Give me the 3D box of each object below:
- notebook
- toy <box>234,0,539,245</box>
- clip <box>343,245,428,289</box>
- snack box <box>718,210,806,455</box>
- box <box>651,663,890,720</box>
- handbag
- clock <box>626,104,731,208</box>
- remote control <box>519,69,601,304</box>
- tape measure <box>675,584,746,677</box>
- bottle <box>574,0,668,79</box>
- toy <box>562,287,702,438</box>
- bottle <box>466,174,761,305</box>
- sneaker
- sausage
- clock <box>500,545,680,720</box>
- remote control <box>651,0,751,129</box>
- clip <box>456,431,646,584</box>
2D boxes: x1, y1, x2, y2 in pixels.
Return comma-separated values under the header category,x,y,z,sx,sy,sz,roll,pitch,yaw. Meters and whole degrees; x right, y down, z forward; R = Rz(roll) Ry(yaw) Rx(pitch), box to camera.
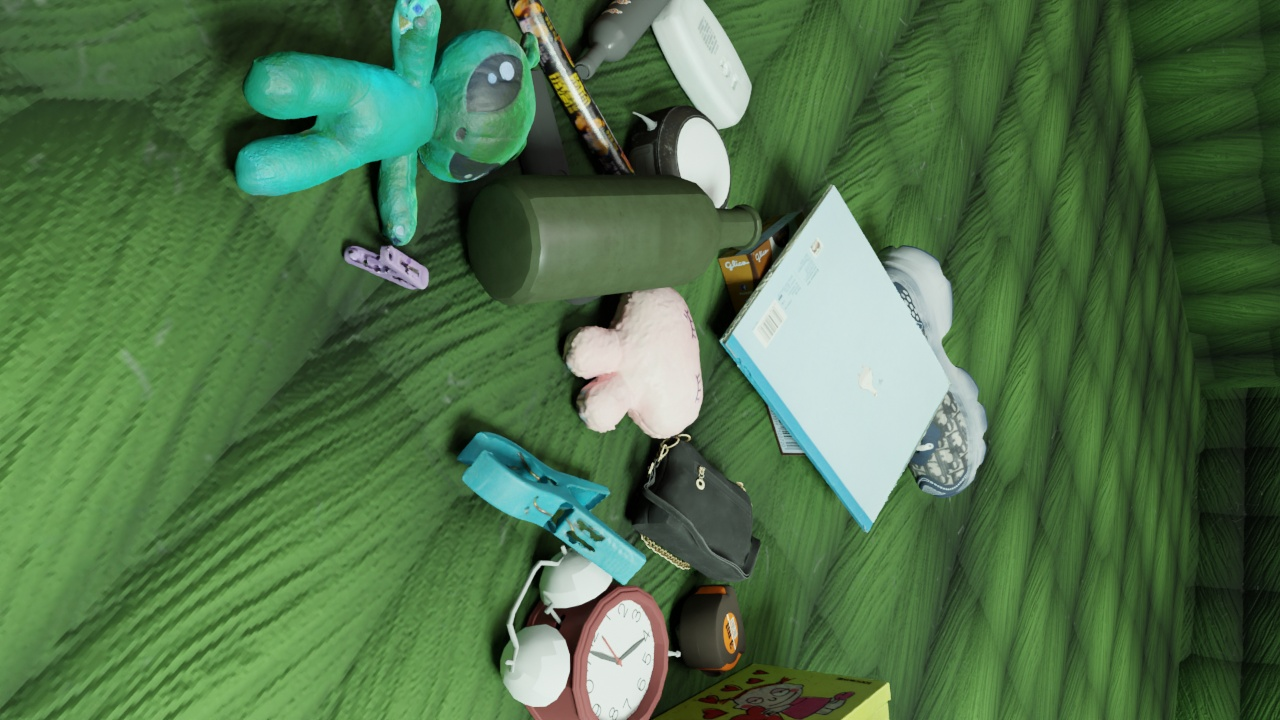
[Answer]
category,x,y,z,sx,sy,sz,roll,pitch,yaw
notebook,0.180,0.004,0.791,0.180,0.009,0.253,-53,122,-23
toy,-0.116,-0.128,0.468,0.192,0.072,0.131,-22,142,-47
clip,-0.133,-0.050,0.477,0.051,0.045,0.014,110,-15,-78
snack box,0.131,-0.023,0.795,0.100,0.032,0.186,-41,117,-46
box,0.073,0.277,0.620,0.220,0.125,0.080,1,85,-50
handbag,0.045,0.107,0.657,0.128,0.054,0.079,41,52,-39
clock,0.035,-0.140,0.675,0.122,0.044,0.091,-12,96,-52
remote control,-0.054,-0.108,0.582,0.033,0.015,0.147,-30,110,-49
tape measure,0.049,0.198,0.666,0.058,0.038,0.058,-39,118,-62
bottle,-0.016,-0.227,0.631,0.030,0.030,0.112,56,47,-32
toy,-0.004,0.004,0.611,0.104,0.053,0.108,-18,102,-36
bottle,-0.003,-0.078,0.566,0.206,0.072,0.071,-11,95,-42
sneaker,0.257,0.030,0.916,0.132,0.103,0.269,-30,110,-33
sausage,-0.043,-0.174,0.598,0.155,0.020,0.020,58,45,-29
clock,-0.032,0.174,0.554,0.137,0.048,0.096,54,48,-35
remote control,0.048,-0.236,0.714,0.114,0.028,0.060,46,53,-39
clip,-0.050,0.085,0.523,0.120,0.103,0.027,36,97,-32
